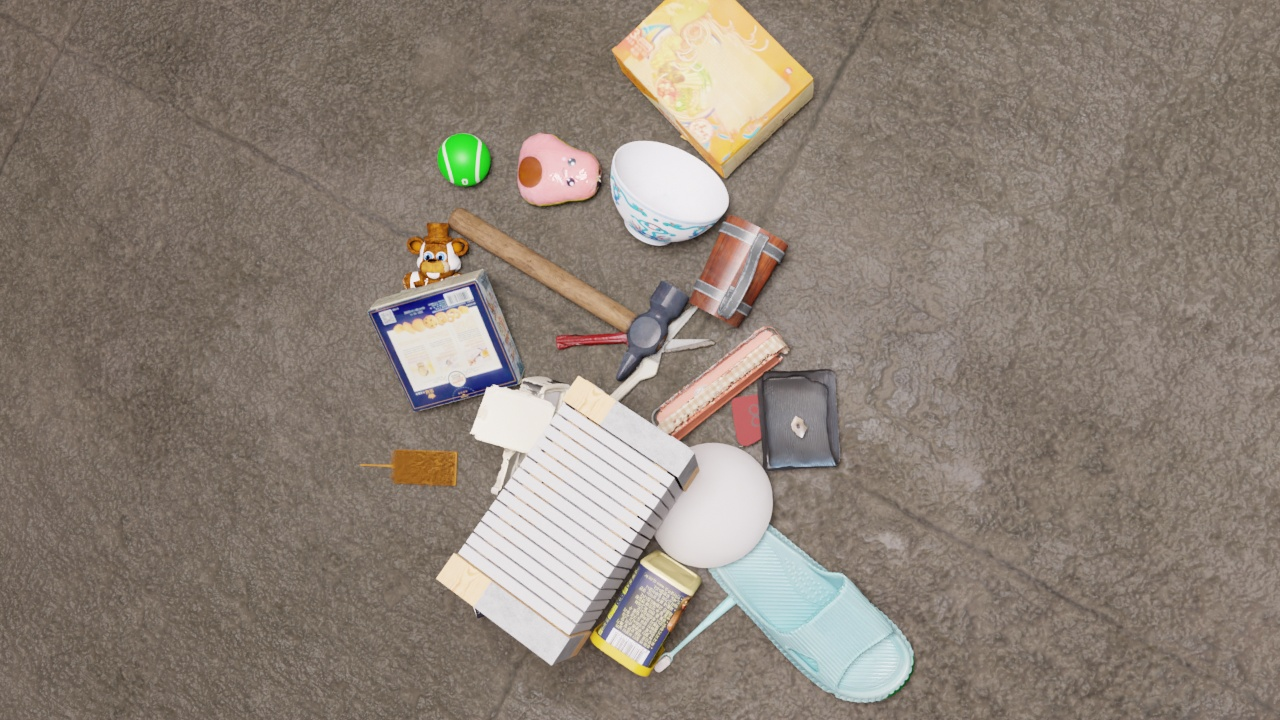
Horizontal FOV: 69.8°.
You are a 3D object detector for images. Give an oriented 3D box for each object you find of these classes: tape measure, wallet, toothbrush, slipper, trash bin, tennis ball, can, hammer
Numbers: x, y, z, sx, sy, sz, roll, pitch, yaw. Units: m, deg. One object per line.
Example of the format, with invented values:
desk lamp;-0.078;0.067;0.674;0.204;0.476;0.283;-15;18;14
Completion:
tape measure;0.136;0.070;1.086;0.051;0.019;0.059;-9;85;6
wallet;0.182;0.069;1.063;0.089;0.026;0.115;-1;85;-8
toothbrush;0.084;0.305;1.082;0.181;0.016;0.016;-43;82;3
slipper;0.185;0.279;1.032;0.276;0.069;0.116;41;90;8
trash bin;-0.066;0.169;0.973;0.142;0.142;0.246;33;82;13
tennis ball;-0.221;-0.251;1.149;0.065;0.065;0.065;-1;86;10
can;0.011;0.280;1.038;0.075;0.135;0.104;31;89;11
hammer;-0.107;-0.101;1.128;0.322;0.040;0.129;32;89;15

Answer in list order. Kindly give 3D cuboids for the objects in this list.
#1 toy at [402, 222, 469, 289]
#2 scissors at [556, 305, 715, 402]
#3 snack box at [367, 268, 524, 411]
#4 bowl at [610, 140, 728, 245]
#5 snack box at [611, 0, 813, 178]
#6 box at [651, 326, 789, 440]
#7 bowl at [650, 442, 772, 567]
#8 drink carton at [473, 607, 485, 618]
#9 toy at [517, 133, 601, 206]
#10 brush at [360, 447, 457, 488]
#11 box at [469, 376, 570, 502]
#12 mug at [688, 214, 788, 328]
toy;-0.255;-0.115;1.148;0.087;0.067;0.113;2;99;1
scissors;-0.014;0.001;1.121;0.199;0.015;0.179;15;88;10
snack box;-0.234;-0.023;1.117;0.144;0.042;0.145;-14;114;9
bowl;0.023;-0.185;1.084;0.144;0.143;0.074;38;133;11
snack box;0.086;-0.337;1.091;0.145;0.080;0.195;-42;80;5
box;0.091;0.026;1.082;0.187;0.057;0.067;-39;49;4
bowl;0.074;0.159;1.052;0.150;0.043;0.149;-9;62;17
drink carton;-0.144;0.263;1.114;0.130;0.040;0.064;-18;83;9
toy;-0.099;-0.233;1.133;0.110;0.051;0.090;6;89;10
brush;-0.294;0.135;1.161;0.126;0.017;0.048;1;86;10
box;-0.125;0.096;1.047;0.080;0.180;0.143;16;96;16
mug;0.113;-0.100;1.055;0.081;0.117;0.111;27;95;-7
